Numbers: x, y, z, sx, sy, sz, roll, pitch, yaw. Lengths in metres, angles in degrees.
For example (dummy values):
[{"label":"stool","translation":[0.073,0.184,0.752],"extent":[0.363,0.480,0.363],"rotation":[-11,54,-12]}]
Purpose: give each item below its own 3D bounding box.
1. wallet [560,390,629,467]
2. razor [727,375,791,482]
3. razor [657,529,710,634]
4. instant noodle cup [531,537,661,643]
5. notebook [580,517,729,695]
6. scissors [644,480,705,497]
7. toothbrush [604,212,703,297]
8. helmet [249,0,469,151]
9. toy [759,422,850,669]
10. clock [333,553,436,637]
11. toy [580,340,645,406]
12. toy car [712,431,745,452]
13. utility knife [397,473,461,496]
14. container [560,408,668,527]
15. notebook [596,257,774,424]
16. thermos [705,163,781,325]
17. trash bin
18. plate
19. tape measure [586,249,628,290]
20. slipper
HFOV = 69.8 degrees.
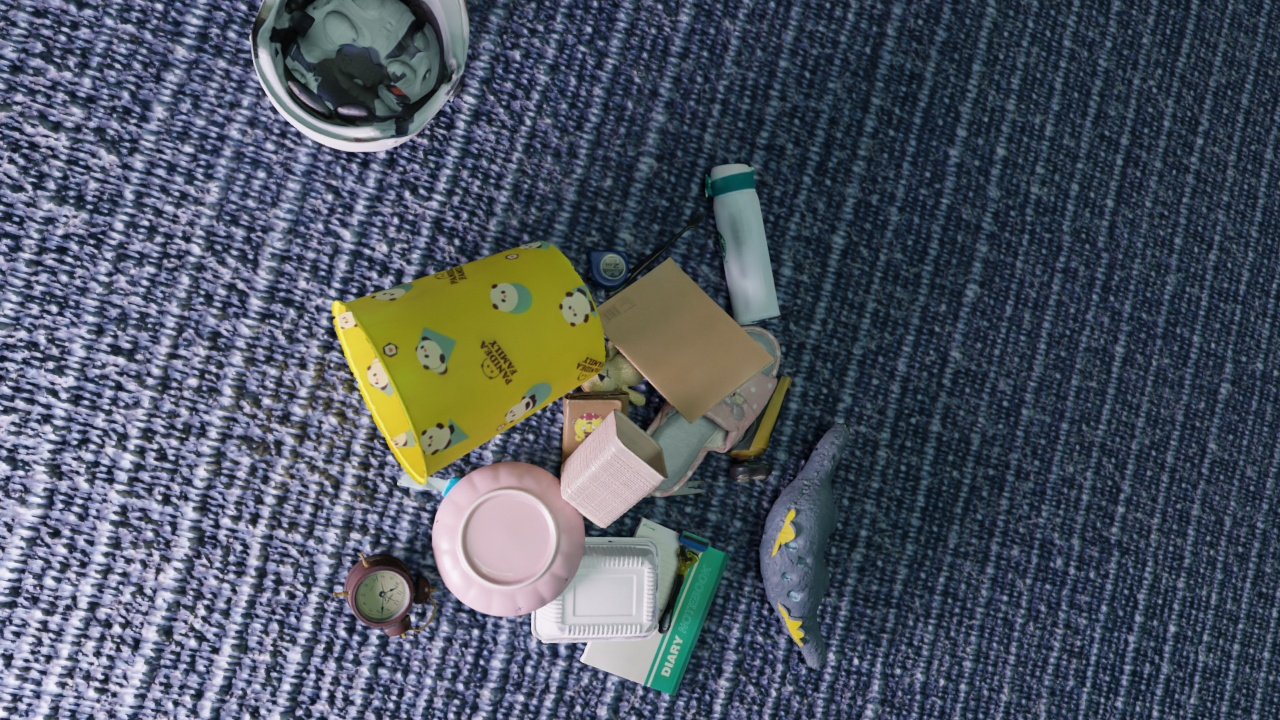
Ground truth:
[{"label":"wallet","translation":[-0.059,0.096,1.204],"extent":[0.090,0.033,0.115],"rotation":[-1,113,-13]},{"label":"razor","translation":[0.175,0.097,1.301],"extent":[0.067,0.062,0.167],"rotation":[21,75,13]},{"label":"razor","translation":[0.053,0.306,1.259],"extent":[0.043,0.022,0.142],"rotation":[19,84,5]},{"label":"instant noodle cup","translation":[-0.052,0.303,1.203],"extent":[0.173,0.060,0.138],"rotation":[3,86,-15]},{"label":"notebook","translation":[0.024,0.340,1.266],"extent":[0.150,0.012,0.209],"rotation":[26,81,-18]},{"label":"scissors","translation":[0.007,0.172,1.260],"extent":[0.173,0.014,0.142],"rotation":[-39,103,-16]},{"label":"toothbrush","translation":[0.020,-0.145,1.268],"extent":[0.181,0.018,0.015],"rotation":[-41,88,-13]},{"label":"helmet","translation":[-0.327,-0.358,1.079],"extent":[0.229,0.146,0.258],"rotation":[30,72,-18]},{"label":"toy","translation":[0.232,0.261,1.300],"extent":[0.137,0.091,0.356],"rotation":[9,89,-31]},{"label":"clock","translation":[-0.308,0.289,1.125],"extent":[0.122,0.055,0.082],"rotation":[36,78,-17]},{"label":"toy","translation":[-0.007,0.007,1.225],"extent":[0.157,0.066,0.105],"rotation":[-22,87,-8]},{"label":"toy car","translation":[0.082,0.058,1.270],"extent":[0.070,0.042,0.158],"rotation":[-37,96,-8]},{"label":"utility knife","translation":[-0.210,0.170,1.182],"extent":[0.202,0.018,0.034],"rotation":[12,86,-18]},{"label":"container","translation":[-0.038,0.140,1.160],"extent":[0.090,0.089,0.111],"rotation":[41,105,-21]},{"label":"notebook","translation":[0.051,-0.031,1.213],"extent":[0.149,0.012,0.211],"rotation":[-35,67,-20]},{"label":"thermos","translation":[0.141,-0.163,1.284],"extent":[0.073,0.073,0.224],"rotation":[-12,93,-19]},{"label":"trash bin","translation":[-0.196,-0.013,1.089],"extent":[0.254,0.230,0.229],"rotation":[-27,98,-24]},{"label":"plate","translation":[-0.164,0.221,1.143],"extent":[0.192,0.039,0.192],"rotation":[1,80,-6]},{"label":"tape measure","translation":[-0.044,-0.122,1.237],"extent":[0.058,0.025,0.054],"rotation":[1,80,-13]},{"label":"slipper","translation":[0.089,0.067,1.224],"extent":[0.114,0.054,0.274],"rotation":[42,84,-10]}]
